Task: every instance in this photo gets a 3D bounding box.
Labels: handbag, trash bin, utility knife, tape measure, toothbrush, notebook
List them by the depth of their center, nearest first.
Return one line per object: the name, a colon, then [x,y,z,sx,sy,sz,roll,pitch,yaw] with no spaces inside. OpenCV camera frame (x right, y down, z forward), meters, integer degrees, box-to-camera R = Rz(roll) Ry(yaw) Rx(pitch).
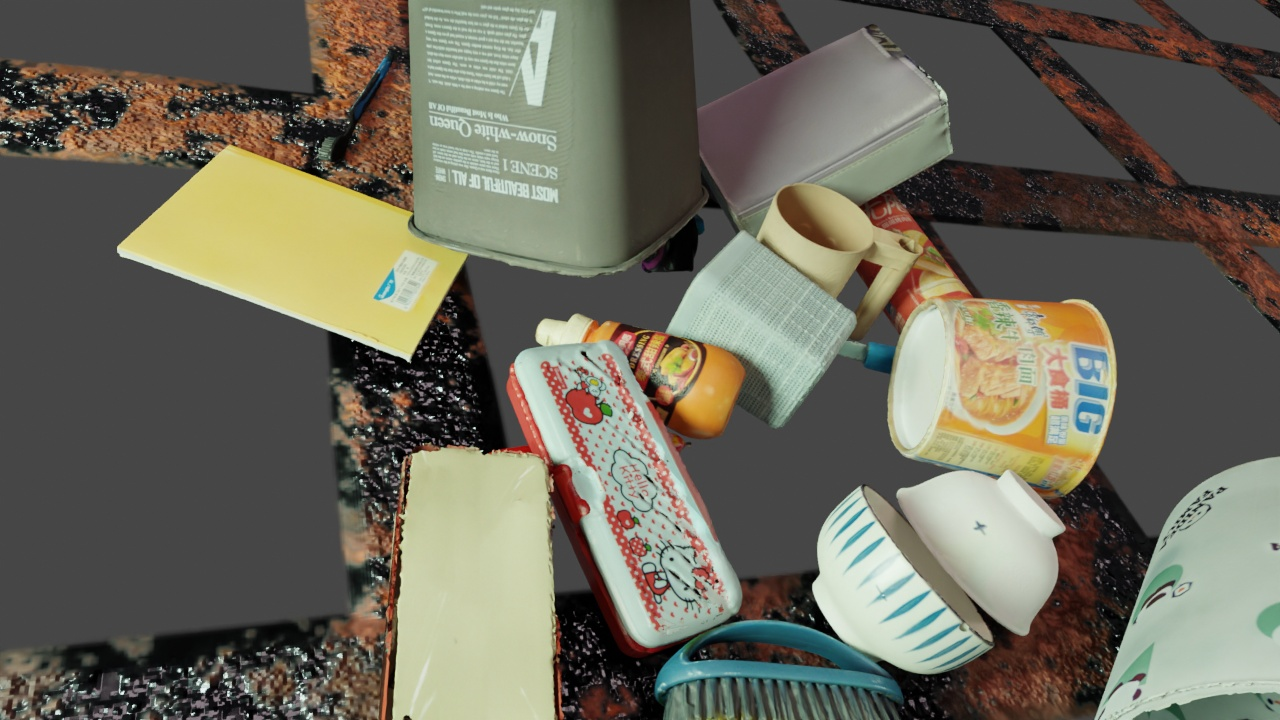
trash bin: [0.381,0.191,0.512,0.229,0.230,0.251,36,40,13]
trash bin: [-0.061,-0.205,0.664,0.199,0.220,0.198,15,36,21]
notebook: [-0.238,-0.084,0.666,0.206,0.010,0.145,20,43,-3]
tape measure: [0.019,-0.100,0.754,0.039,0.057,0.058,-7,17,-28]
utility knife: [0.232,0.004,0.759,0.185,0.034,0.018,12,53,-9]
toothbrush: [-0.244,-0.224,0.798,0.016,0.014,0.189,-2,43,8]
handbag: [0.150,-0.196,0.810,0.197,0.098,0.144,-27,58,6]

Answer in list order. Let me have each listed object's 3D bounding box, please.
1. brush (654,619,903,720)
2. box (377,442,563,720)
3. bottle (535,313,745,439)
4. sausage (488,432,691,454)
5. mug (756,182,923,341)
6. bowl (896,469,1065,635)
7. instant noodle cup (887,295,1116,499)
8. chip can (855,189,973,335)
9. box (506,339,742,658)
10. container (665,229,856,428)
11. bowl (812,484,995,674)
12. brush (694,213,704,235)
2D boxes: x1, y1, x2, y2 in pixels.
brush: [0.077,0.180,0.506,0.143,0.055,0.073,9,46,-14]
box: [-0.085,0.124,0.478,0.091,0.077,0.168,6,46,-16]
bottle: [-0.004,0.004,0.645,0.149,0.067,0.066,21,43,8]
sausage: [-0.035,0.061,0.602,0.155,0.020,0.020,-4,50,-26]
mug: [0.147,-0.071,0.744,0.124,0.104,0.084,17,44,-6]
bowl: [0.232,0.110,0.595,0.118,0.065,0.118,40,17,-15]
instant noodle cup: [0.256,0.020,0.679,0.111,0.152,0.151,9,45,-3]
chip can: [0.223,-0.102,0.831,0.073,0.073,0.216,-4,51,-26]
box: [-0.011,0.074,0.559,0.086,0.048,0.201,-12,62,-31]
container: [0.089,-0.021,0.684,0.111,0.090,0.089,35,45,9]
bowl: [0.148,0.140,0.552,0.116,0.066,0.116,45,13,-14]
brush: [-0.059,-0.223,0.849,0.314,0.061,0.109,30,49,4]
